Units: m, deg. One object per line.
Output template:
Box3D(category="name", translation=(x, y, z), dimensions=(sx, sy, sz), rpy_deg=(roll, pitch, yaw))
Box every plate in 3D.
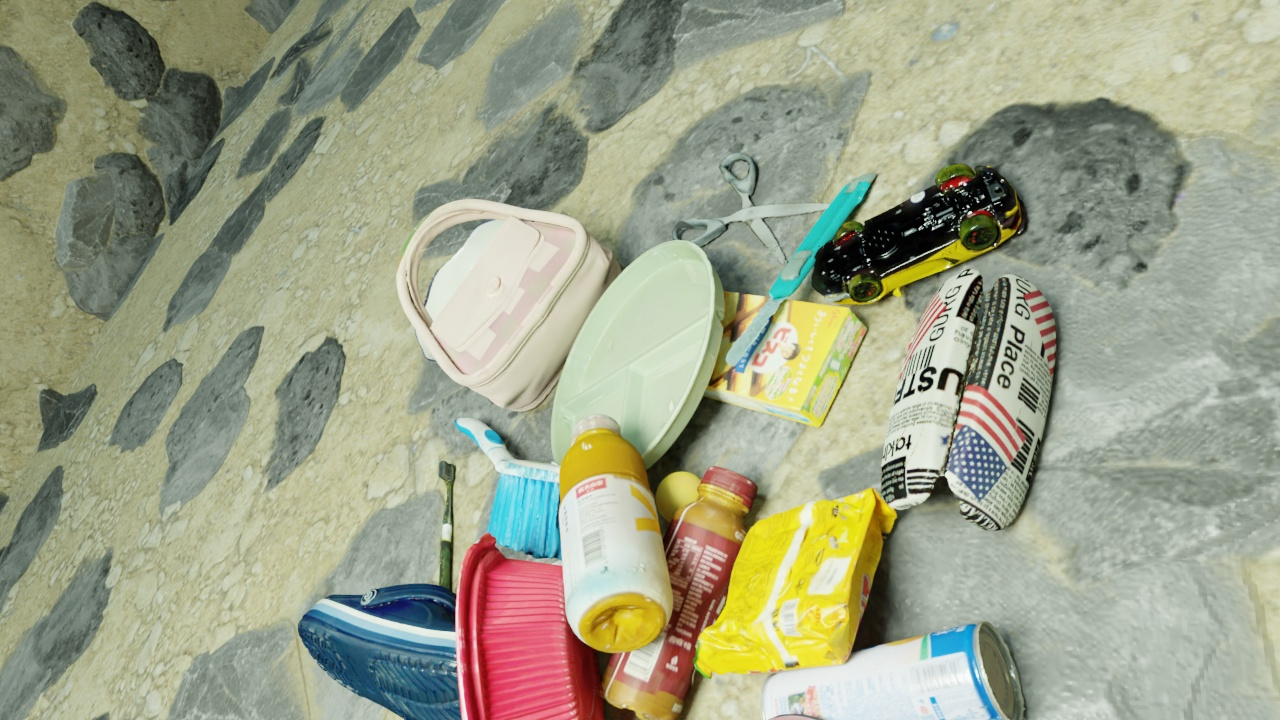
Box3D(category="plate", translation=(-0.005, 0.005, 0.784), dimensions=(0.231, 0.027, 0.229), rpy_deg=(-40, 35, 36))
Box3D(category="plate", translation=(-0.173, -0.080, 1.049), dimensions=(0.205, 0.045, 0.204), rpy_deg=(-28, 43, 29))

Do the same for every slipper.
Box3D(category="slipper", translation=(-0.187, 0.242, 0.772), dimensions=(0.253, 0.105, 0.095), rpy_deg=(-1, 33, 39))

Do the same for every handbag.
Box3D(category="handbag", translation=(-0.154, -0.079, 0.931), dimensions=(0.234, 0.093, 0.193), rpy_deg=(34, 85, 31))

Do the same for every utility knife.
Box3D(category="utility knife", translation=(0.126, -0.076, 0.722), dimensions=(0.029, 0.013, 0.221), rpy_deg=(5, 51, 50))

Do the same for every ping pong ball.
Box3D(category="ping pong ball", translation=(0.031, 0.104, 0.692), dimensions=(0.040, 0.040, 0.040), rpy_deg=(-27, 44, 29))

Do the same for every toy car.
Box3D(category="toy car", translation=(0.198, -0.088, 0.671), dimensions=(0.156, 0.041, 0.071), rpy_deg=(-26, 44, 25))

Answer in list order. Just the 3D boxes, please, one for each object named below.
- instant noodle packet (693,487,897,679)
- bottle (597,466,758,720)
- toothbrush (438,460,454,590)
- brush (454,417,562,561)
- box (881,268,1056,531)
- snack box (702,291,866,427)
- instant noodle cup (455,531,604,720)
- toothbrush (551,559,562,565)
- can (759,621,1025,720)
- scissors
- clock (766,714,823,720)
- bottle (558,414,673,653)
Box3D(category="instant noodle packet", translation=(0.097, 0.137, 0.562), dimensions=(0.111, 0.044, 0.128), rpy_deg=(-25, 17, 38))
Box3D(category="bottle", translation=(0.031, 0.159, 0.634), dimensions=(0.058, 0.057, 0.174), rpy_deg=(7, 66, 49))
Box3D(category="toothbrush", translation=(-0.190, 0.172, 0.886), dimensions=(0.012, 0.017, 0.185), rpy_deg=(-25, 44, 15))
Box3D(category="brush", translation=(-0.121, 0.107, 0.831), dimensions=(0.315, 0.060, 0.109), rpy_deg=(-6, 78, 62))
Box3D(category="box", translation=(0.206, 0.024, 0.559), dimensions=(0.076, 0.087, 0.162), rpy_deg=(113, 180, -67))
Box3D(category="snack box", translation=(0.099, -0.005, 0.717), dimensions=(0.141, 0.033, 0.086), rpy_deg=(15, 73, 49))
Box3D(category="instant noodle cup", translation=(-0.068, 0.211, 0.624), dimensions=(0.066, 0.194, 0.193), rpy_deg=(-12, 46, 3))
Box3D(category="toothbrush", translation=(-0.098, 0.192, 0.780), dimensions=(0.180, 0.016, 0.016), rpy_deg=(-28, 41, 25))
Box3D(category="can", translation=(0.135, 0.186, 0.508), dimensions=(0.135, 0.053, 0.053), rpy_deg=(-26, 45, 31))
Box3D(category="scissors", translation=(0.099, -0.136, 0.841), dimensions=(0.181, 0.014, 0.159), rpy_deg=(-14, 54, 36))
Box3D(category="clock", translation=(0.064, 0.259, 0.486), dimensions=(0.159, 0.059, 0.117), rpy_deg=(-33, 68, 38))
Box3D(category="bottle", translation=(-0.022, 0.109, 0.634), dimensions=(0.068, 0.068, 0.189), rpy_deg=(-38, 32, 18))
